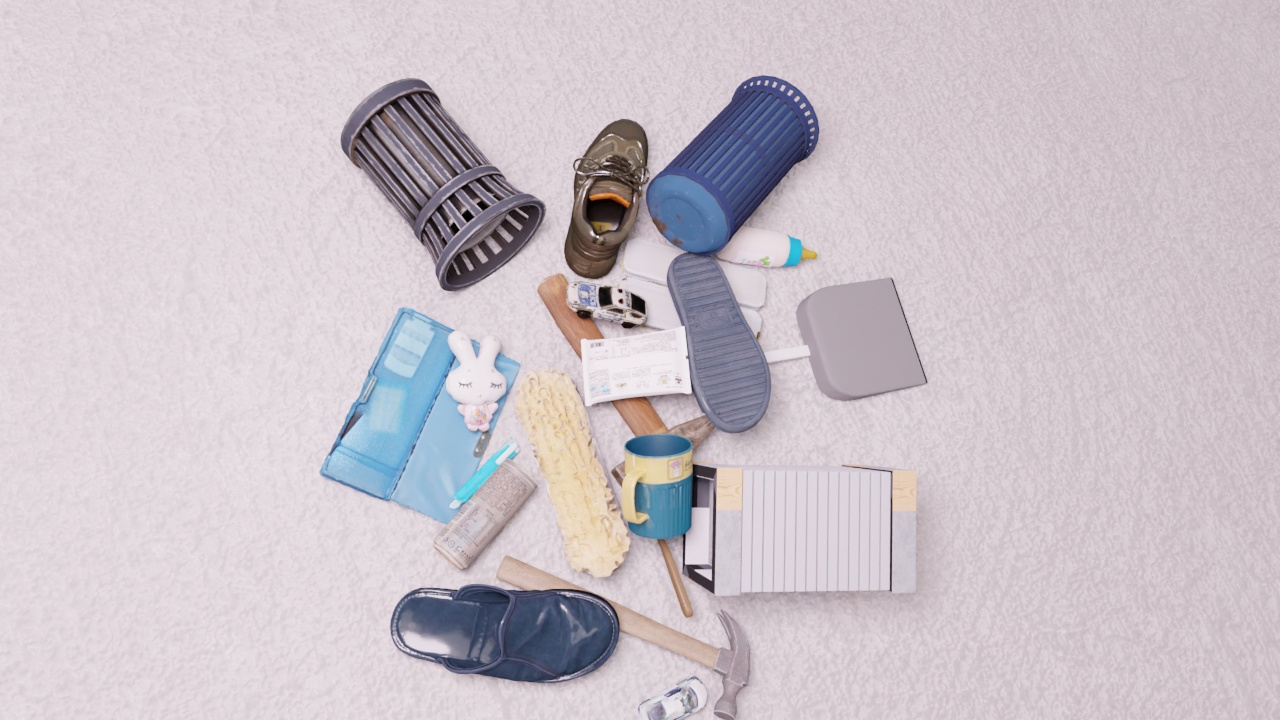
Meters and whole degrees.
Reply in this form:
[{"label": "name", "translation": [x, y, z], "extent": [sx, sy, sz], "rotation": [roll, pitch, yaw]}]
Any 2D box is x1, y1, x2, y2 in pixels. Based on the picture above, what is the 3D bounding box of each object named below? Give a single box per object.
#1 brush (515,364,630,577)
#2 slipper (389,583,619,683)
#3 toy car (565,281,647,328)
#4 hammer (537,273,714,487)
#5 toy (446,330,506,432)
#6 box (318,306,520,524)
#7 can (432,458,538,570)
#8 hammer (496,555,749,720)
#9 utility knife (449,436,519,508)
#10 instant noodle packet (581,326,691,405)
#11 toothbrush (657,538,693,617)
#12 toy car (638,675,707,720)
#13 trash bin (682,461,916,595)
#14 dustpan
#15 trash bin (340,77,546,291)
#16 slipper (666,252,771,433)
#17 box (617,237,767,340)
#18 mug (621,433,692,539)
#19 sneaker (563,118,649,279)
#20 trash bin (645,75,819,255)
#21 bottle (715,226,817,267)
[{"label": "brush", "translation": [-0.085, 0.136, 1.137], "extent": [0.083, 0.057, 0.271], "rotation": [-19, 78, -3]}, {"label": "slipper", "translation": [-0.155, 0.312, 1.047], "extent": [0.265, 0.083, 0.108], "rotation": [6, 79, -4]}, {"label": "toy car", "translation": [-0.042, -0.076, 1.185], "extent": [0.112, 0.041, 0.048], "rotation": [11, 52, -22]}, {"label": "hammer", "translation": [-0.035, 0.011, 1.199], "extent": [0.157, 0.037, 0.301], "rotation": [-33, 84, -19]}, {"label": "toy", "translation": [-0.203, 0.026, 1.137], "extent": [0.075, 0.037, 0.125], "rotation": [4, 78, -30]}, {"label": "box", "translation": [-0.266, 0.068, 1.135], "extent": [0.174, 0.034, 0.231], "rotation": [26, 70, -12]}, {"label": "can", "translation": [-0.187, 0.186, 1.106], "extent": [0.054, 0.054, 0.135], "rotation": [40, 69, 1]}, {"label": "hammer", "translation": [-0.020, 0.317, 1.117], "extent": [0.331, 0.031, 0.119], "rotation": [23, 55, 0]}, {"label": "utility knife", "translation": [-0.194, 0.140, 1.134], "extent": [0.116, 0.016, 0.022], "rotation": [-44, 98, -24]}, {"label": "instant noodle packet", "translation": [-0.007, 0.007, 1.155], "extent": [0.134, 0.026, 0.087], "rotation": [-7, 75, 8]}, {"label": "toothbrush", "translation": [0.033, 0.240, 1.147], "extent": [0.016, 0.016, 0.166], "rotation": [-12, 66, -22]}, {"label": "toy car", "translation": [0.041, 0.415, 1.105], "extent": [0.089, 0.027, 0.038], "rotation": [-22, 78, -18]}, {"label": "trash bin", "translation": [0.190, 0.201, 1.123], "extent": [0.246, 0.142, 0.142], "rotation": [2, 86, -12]}, {"label": "dustpan", "translation": [0.267, -0.022, 1.280], "extent": [0.257, 0.033, 0.163], "rotation": [-9, 76, -25]}, {"label": "trash bin", "translation": [-0.255, -0.227, 1.158], "extent": [0.164, 0.164, 0.227], "rotation": [-38, 81, -20]}, {"label": "slipper", "translation": [0.097, -0.018, 1.203], "extent": [0.101, 0.083, 0.263], "rotation": [-11, 64, -10]}, {"label": "box", "translation": [0.070, -0.090, 1.261], "extent": [0.209, 0.034, 0.129], "rotation": [14, 69, -8]}, {"label": "mug", "translation": [0.013, 0.154, 1.094], "extent": [0.113, 0.083, 0.107], "rotation": [-23, 118, -55]}, {"label": "sneaker", "translation": [-0.042, -0.239, 1.213], "extent": [0.101, 0.143, 0.237], "rotation": [15, 71, -7]}, {"label": "trash bin", "translation": [0.121, -0.259, 1.233], "extent": [0.139, 0.140, 0.248], "rotation": [40, 59, 1]}, {"label": "bottle", "translation": [0.179, -0.157, 1.288], "extent": [0.146, 0.051, 0.051], "rotation": [7, 73, -11]}]
